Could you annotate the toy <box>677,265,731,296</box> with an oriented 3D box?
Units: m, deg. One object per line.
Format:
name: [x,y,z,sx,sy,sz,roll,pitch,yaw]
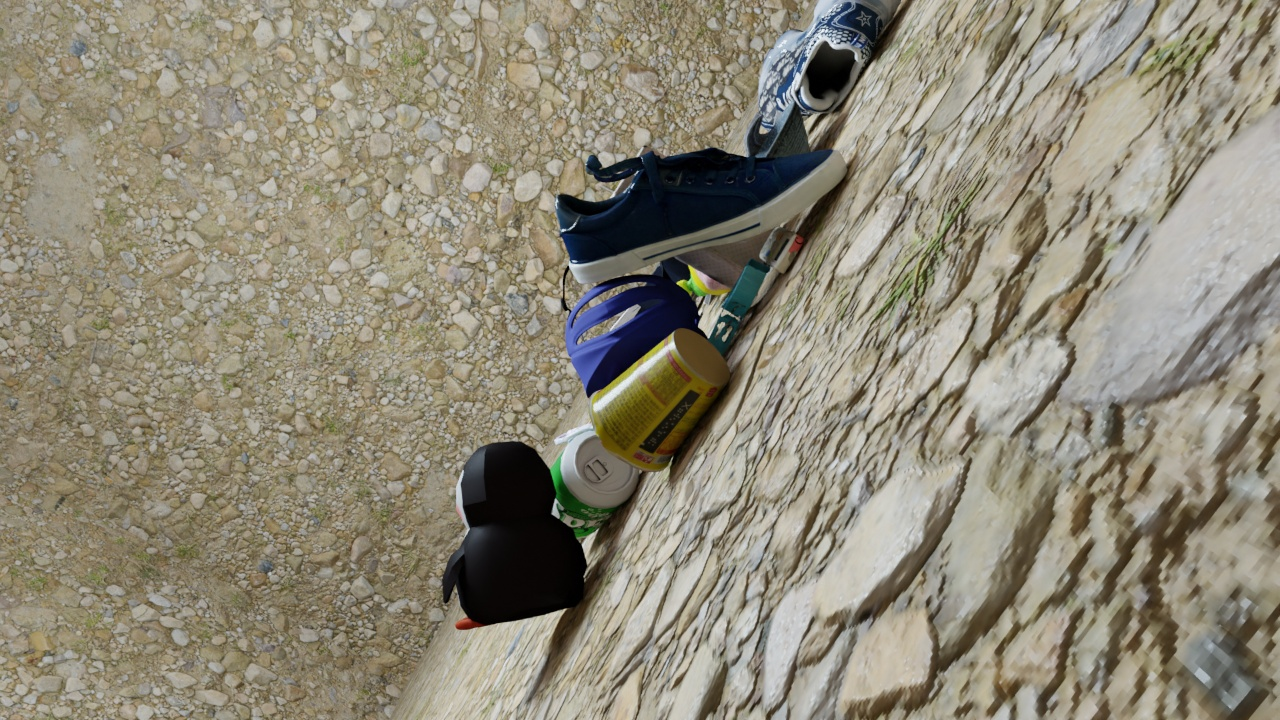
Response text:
toy: [0.087,-0.124,1.113,0.131,0.097,0.124,77,-155,-56]

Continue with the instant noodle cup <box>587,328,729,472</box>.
instant noodle cup: [0.023,0.031,0.854,0.113,0.100,0.100,-48,10,27]

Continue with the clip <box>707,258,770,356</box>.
clip: [0.093,-0.051,0.899,0.116,0.026,0.097,115,179,-54]

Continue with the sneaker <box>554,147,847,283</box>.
sneaker: [0.044,-0.171,0.883,0.295,0.127,0.120,-14,24,21]

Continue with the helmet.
helmet: [-0.019,-0.054,1.000,0.148,0.227,0.241,-27,-17,8]

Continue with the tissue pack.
tissue pack: [0.063,-0.163,1.002,0.103,0.181,0.071,-62,2,-30]

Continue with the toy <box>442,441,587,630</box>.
toy: [-0.127,0.171,0.942,0.140,0.158,0.184,-27,70,53]

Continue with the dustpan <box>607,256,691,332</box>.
dustpan: [0.025,-0.094,1.464,0.272,0.080,0.237,-59,3,-36]

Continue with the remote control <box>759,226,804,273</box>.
remote control: [0.138,-0.110,0.903,0.038,0.018,0.125,-59,6,10]

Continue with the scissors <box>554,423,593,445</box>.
scissors: [-0.039,0.073,1.097,0.177,0.013,0.170,-22,4,43]

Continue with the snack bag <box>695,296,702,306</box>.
snack bag: [0.055,-0.038,1.331,0.157,0.013,0.057,-62,5,-16]

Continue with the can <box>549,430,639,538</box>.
can: [-0.062,0.141,1.030,0.087,0.088,0.140,-63,6,-35]

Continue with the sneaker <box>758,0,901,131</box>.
sneaker: [0.213,-0.346,1.129,0.270,0.103,0.132,-46,22,61]

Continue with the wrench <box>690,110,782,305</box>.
wrench: [0.120,-0.190,1.179,0.070,0.010,0.274,2,-65,-47]

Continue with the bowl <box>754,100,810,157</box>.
bowl: [0.167,-0.231,1.079,0.137,0.057,0.137,-59,5,8]
